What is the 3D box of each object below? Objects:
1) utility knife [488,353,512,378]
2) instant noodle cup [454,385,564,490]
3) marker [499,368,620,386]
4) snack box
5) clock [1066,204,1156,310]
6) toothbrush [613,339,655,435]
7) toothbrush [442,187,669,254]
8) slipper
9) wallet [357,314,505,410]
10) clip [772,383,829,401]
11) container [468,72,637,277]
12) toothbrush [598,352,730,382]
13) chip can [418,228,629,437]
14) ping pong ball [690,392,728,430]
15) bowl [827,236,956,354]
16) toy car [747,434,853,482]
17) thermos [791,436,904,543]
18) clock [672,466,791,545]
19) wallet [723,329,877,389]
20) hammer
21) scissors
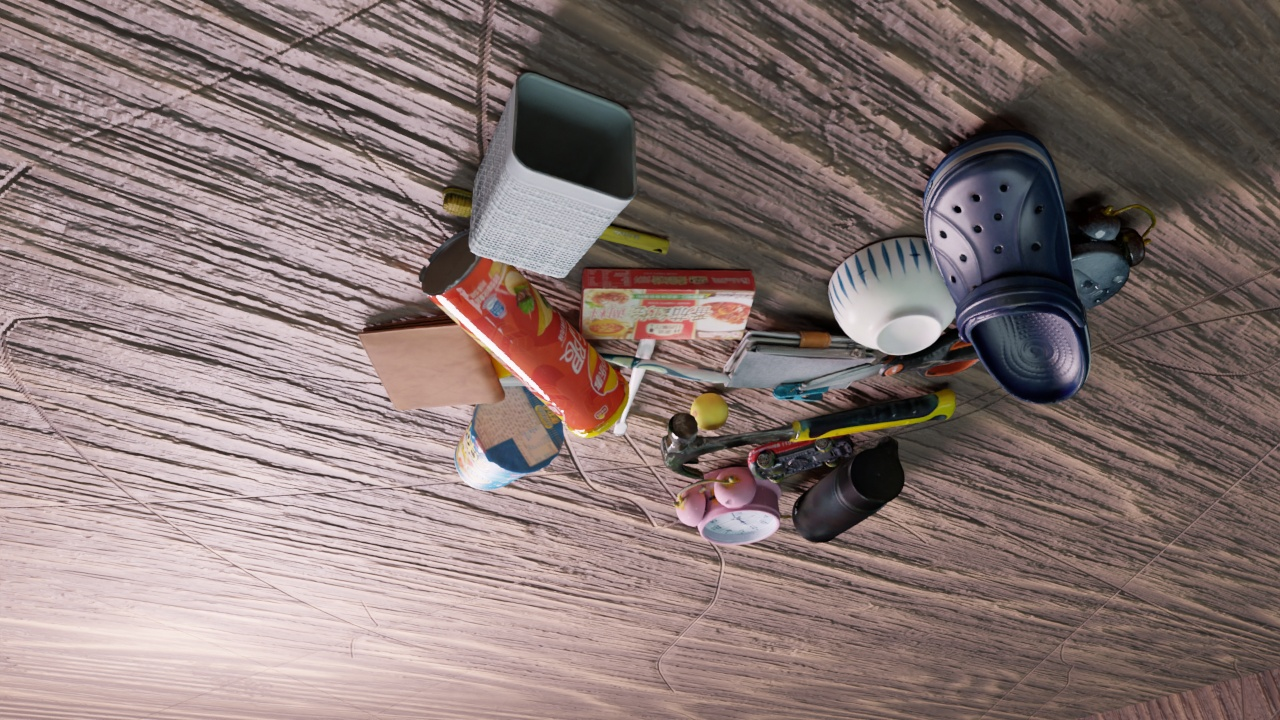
[{"bbox_3d":[-0.149,0.005,0.896,0.177,0.033,0.015,-17,-174,24],"label":"utility knife"},{"bbox_3d":[-0.147,0.088,0.964,0.099,0.099,0.110,14,151,-24],"label":"instant noodle cup"},{"bbox_3d":[-0.092,0.017,0.925,0.145,0.017,0.017,-1,146,-4],"label":"marker"},{"bbox_3d":[0.022,-0.050,0.829,0.153,0.025,0.075,0,145,-6],"label":"snack box"},{"bbox_3d":[0.375,-0.089,0.778,0.082,0.055,0.122,23,137,-32],"label":"clock"},{"bbox_3d":[-0.007,0.024,0.947,0.016,0.016,0.181,4,143,-10],"label":"toothbrush"},{"bbox_3d":[-0.065,-0.109,0.741,0.190,0.016,0.016,10,144,-20],"label":"toothbrush"},{"bbox_3d":[0.290,-0.055,0.728,0.105,0.095,0.253,-9,126,32],"label":"slipper"},{"bbox_3d":[-0.196,0.004,0.868,0.115,0.020,0.101,-5,129,11],"label":"wallet"},{"bbox_3d":[0.160,0.032,0.919,0.055,0.013,0.034,-2,158,-6],"label":"clip"},{"bbox_3d":[-0.068,-0.125,0.656,0.090,0.089,0.112,14,144,-24],"label":"container"},{"bbox_3d":[-0.005,0.005,0.894,0.191,0.018,0.016,10,140,-5],"label":"toothbrush"},{"bbox_3d":[-0.094,-0.019,0.797,0.073,0.073,0.216,-21,132,24],"label":"chip can"},{"bbox_3d":[0.073,0.054,0.973,0.040,0.040,0.040,-2,146,-2],"label":"ping pong ball"},{"bbox_3d":[0.230,-0.048,0.815,0.116,0.066,0.117,-3,146,-2],"label":"bowl"},{"bbox_3d":[0.182,0.103,1.050,0.121,0.045,0.053,-20,142,13],"label":"toy car"},{"bbox_3d":[0.245,0.153,1.072,0.068,0.089,0.243,36,160,7],"label":"thermos"},{"bbox_3d":[0.110,0.178,1.142,0.117,0.059,0.158,-27,138,29],"label":"clock"},{"bbox_3d":[0.155,-0.003,0.902,0.129,0.037,0.107,2,156,-9],"label":"wallet"},{"bbox_3d":[0.178,0.072,0.973,0.323,0.031,0.126,-8,153,-11],"label":"hammer"},{"bbox_3d":[0.249,0.012,0.889,0.235,0.021,0.139,-22,153,-2],"label":"scissors"}]
